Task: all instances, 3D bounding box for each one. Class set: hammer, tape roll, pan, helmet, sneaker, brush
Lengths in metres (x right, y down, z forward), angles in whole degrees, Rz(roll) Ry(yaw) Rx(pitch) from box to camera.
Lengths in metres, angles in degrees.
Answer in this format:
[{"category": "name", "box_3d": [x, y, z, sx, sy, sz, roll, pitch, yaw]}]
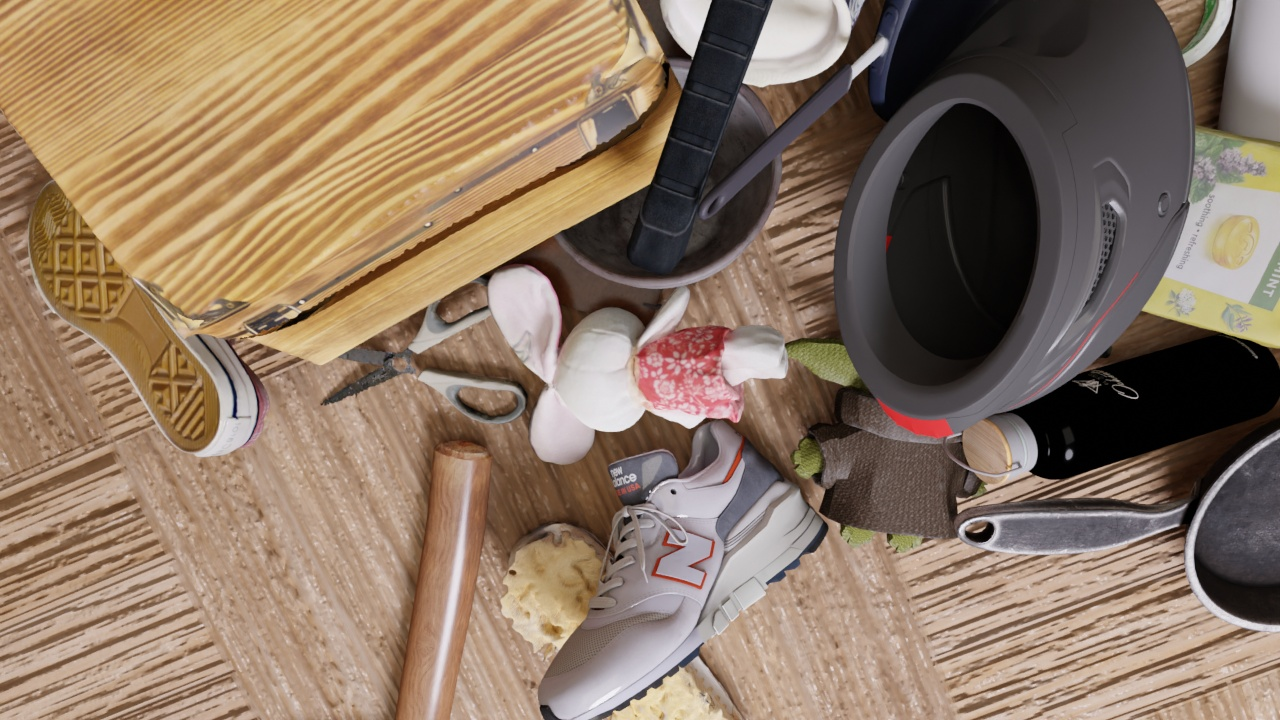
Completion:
[{"category": "hammer", "box_3d": [-0.159, 0.202, 0.684, 0.158, 0.037, 0.301, 11, 100, -1]}, {"category": "hammer", "box_3d": [0.058, -0.196, 0.392, 0.025, 0.117, 0.333, 21, 107, 4]}, {"category": "tape roll", "box_3d": [0.337, -0.235, 0.602, 0.094, 0.018, 0.094, 0, 100, 1]}, {"category": "pan", "box_3d": [0.139, -0.181, 0.491, 0.021, 0.199, 0.355, 35, 63, 20]}, {"category": "helmet", "box_3d": [0.226, -0.090, 0.539, 0.169, 0.164, 0.265, -3, 105, -39]}, {"category": "sneaker", "box_3d": [0.010, 0.124, 0.610, 0.239, 0.089, 0.124, -29, 90, -31]}, {"category": "brush", "box_3d": [-0.001, 0.233, 0.675, 0.083, 0.056, 0.271, -36, 98, 4]}, {"category": "pan", "box_3d": [0.378, 0.105, 0.618, 0.357, 0.055, 0.187, 3, 116, -4]}, {"category": "sneaker", "box_3d": [-0.320, -0.034, 0.622, 0.241, 0.087, 0.118, 46, 111, 15]}]

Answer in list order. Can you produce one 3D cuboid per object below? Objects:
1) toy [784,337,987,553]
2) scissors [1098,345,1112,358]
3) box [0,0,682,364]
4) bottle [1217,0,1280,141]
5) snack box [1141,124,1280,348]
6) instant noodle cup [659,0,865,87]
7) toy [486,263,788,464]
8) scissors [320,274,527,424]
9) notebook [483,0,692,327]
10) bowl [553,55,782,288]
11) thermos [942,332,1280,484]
[{"category": "toy", "box_3d": [0.175, 0.055, 0.628, 0.179, 0.078, 0.153, 7, 93, -4]}, {"category": "scissors", "box_3d": [0.253, -0.056, 0.638, 0.195, 0.015, 0.179, -39, 97, 8]}, {"category": "box", "box_3d": [-0.148, -0.162, 0.453, 0.279, 0.263, 0.269, -27, 72, 9]}, {"category": "bottle", "box_3d": [0.409, -0.227, 0.584, 0.052, 0.052, 0.195, 2, 101, 1]}, {"category": "snack box", "box_3d": [0.387, -0.074, 0.575, 0.181, 0.045, 0.121, 17, 114, 9]}, {"category": "instant noodle cup", "box_3d": [0.073, -0.229, 0.504, 0.137, 0.137, 0.112, 18, 70, -2]}, {"category": "toy", "box_3d": [-0.004, 0.004, 0.599, 0.194, 0.084, 0.159, -6, 118, 22]}, {"category": "scissors", "box_3d": [-0.152, -0.002, 0.653, 0.157, 0.012, 0.169, 34, 111, -9]}, {"category": "notebook", "box_3d": [-0.032, -0.149, 0.624, 0.167, 0.024, 0.225, 16, 100, -1]}, {"category": "bowl", "box_3d": [0.015, -0.106, 0.570, 0.145, 0.067, 0.144, -2, 78, 9]}, {"category": "thermos", "box_3d": [0.300, 0.035, 0.593, 0.231, 0.061, 0.061, -14, 100, -16]}]
